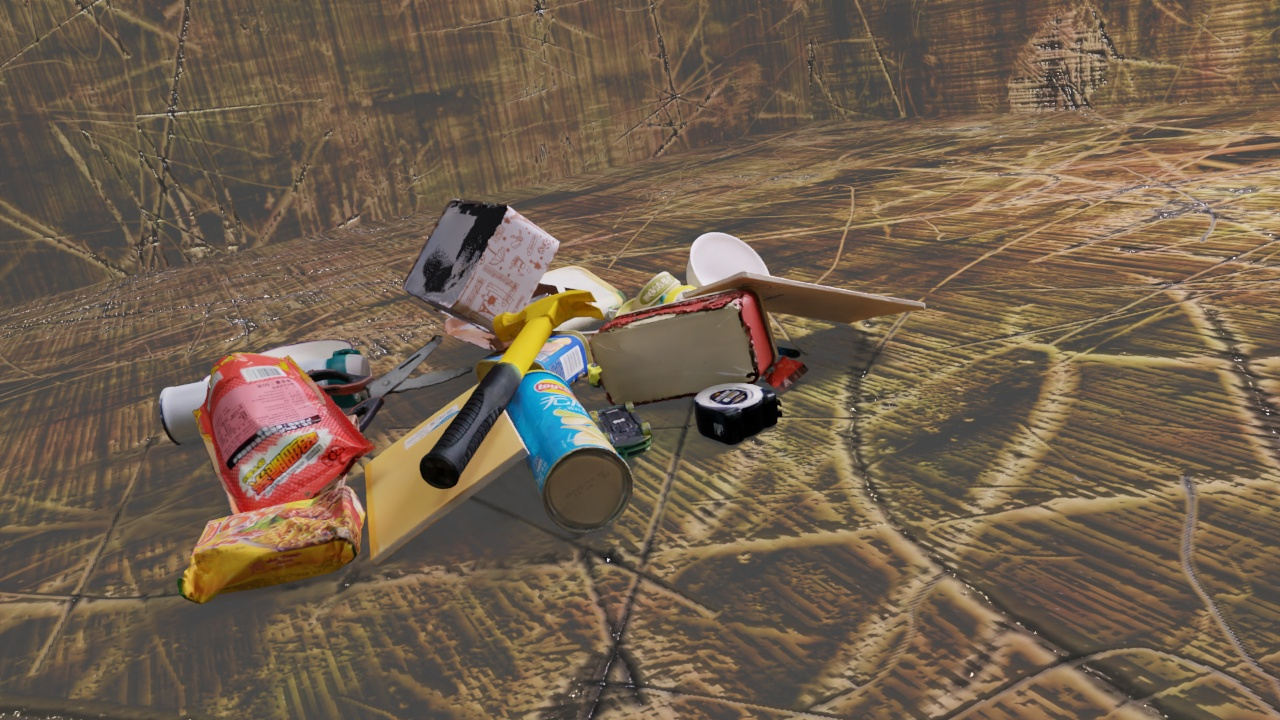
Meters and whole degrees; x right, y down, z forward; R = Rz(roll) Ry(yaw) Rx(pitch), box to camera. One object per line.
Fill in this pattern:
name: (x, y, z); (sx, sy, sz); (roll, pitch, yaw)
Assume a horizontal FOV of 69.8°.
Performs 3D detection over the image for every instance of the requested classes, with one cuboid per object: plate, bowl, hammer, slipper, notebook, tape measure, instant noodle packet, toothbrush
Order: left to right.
instant noodle packet: (-0.283, 0.140, 0.714); (0.128, 0.044, 0.111); (-14, 14, -10)
plate: (-0.461, 0.021, 1.178); (0.192, 0.039, 0.192); (-9, 18, 3)
notebook: (-0.175, 0.085, 0.790); (0.145, 0.010, 0.206); (-36, 22, -6)
hammer: (-0.118, 0.013, 0.809); (0.129, 0.033, 0.299); (-18, 23, 23)
slipper: (0.023, -0.056, 1.064); (0.091, 0.081, 0.191); (-44, 30, -23)
bowl: (0.101, -0.097, 1.175); (0.118, 0.118, 0.065); (-26, -16, -40)
tape measure: (0.082, 0.046, 0.821); (0.065, 0.033, 0.066); (-20, 23, -32)
toothbrush: (0.108, -0.019, 1.036); (0.016, 0.014, 0.190); (-4, 9, -41)
notebook: (0.167, -0.062, 0.958); (0.207, 0.008, 0.148); (7, -7, -20)

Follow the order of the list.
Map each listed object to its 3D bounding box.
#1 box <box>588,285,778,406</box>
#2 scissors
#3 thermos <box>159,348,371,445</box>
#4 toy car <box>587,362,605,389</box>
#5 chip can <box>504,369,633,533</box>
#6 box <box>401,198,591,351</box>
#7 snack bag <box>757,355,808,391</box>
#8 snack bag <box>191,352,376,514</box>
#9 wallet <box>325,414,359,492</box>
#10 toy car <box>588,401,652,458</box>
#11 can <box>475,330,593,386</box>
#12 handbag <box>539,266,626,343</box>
box: (0.037, -0.011, 0.891); (0.169, 0.091, 0.078); (-11, 14, 29)
scissors: (-0.291, 0.037, 0.981); (0.225, 0.015, 0.188); (-6, 39, 4)
thermos: (-0.423, 0.039, 1.052); (0.224, 0.073, 0.073); (-12, 18, -5)
toy car: (-0.006, 0.006, 0.993); (0.105, 0.032, 0.048); (-8, 17, 2)
chip can: (-0.068, 0.069, 0.768); (0.071, 0.071, 0.210); (-14, 18, -13)
box: (-0.157, -0.079, 1.065); (0.166, 0.150, 0.182); (30, -5, -34)
snack bag: (0.118, 0.007, 0.929); (0.048, 0.026, 0.104); (-32, 26, -30)
snack bag: (-0.341, 0.068, 0.855); (0.128, 0.073, 0.208); (-34, 45, -21)
wallet: (-0.325, 0.098, 0.874); (0.101, 0.020, 0.115); (-12, 32, -2)
toy car: (-0.018, 0.064, 0.811); (0.043, 0.036, 0.091); (-12, 16, -11)
can: (-0.117, 0.008, 1.007); (0.102, 0.057, 0.083); (1, 23, 31)
handbag: (-0.098, -0.054, 1.205); (0.163, 0.063, 0.179); (-22, 37, -33)
